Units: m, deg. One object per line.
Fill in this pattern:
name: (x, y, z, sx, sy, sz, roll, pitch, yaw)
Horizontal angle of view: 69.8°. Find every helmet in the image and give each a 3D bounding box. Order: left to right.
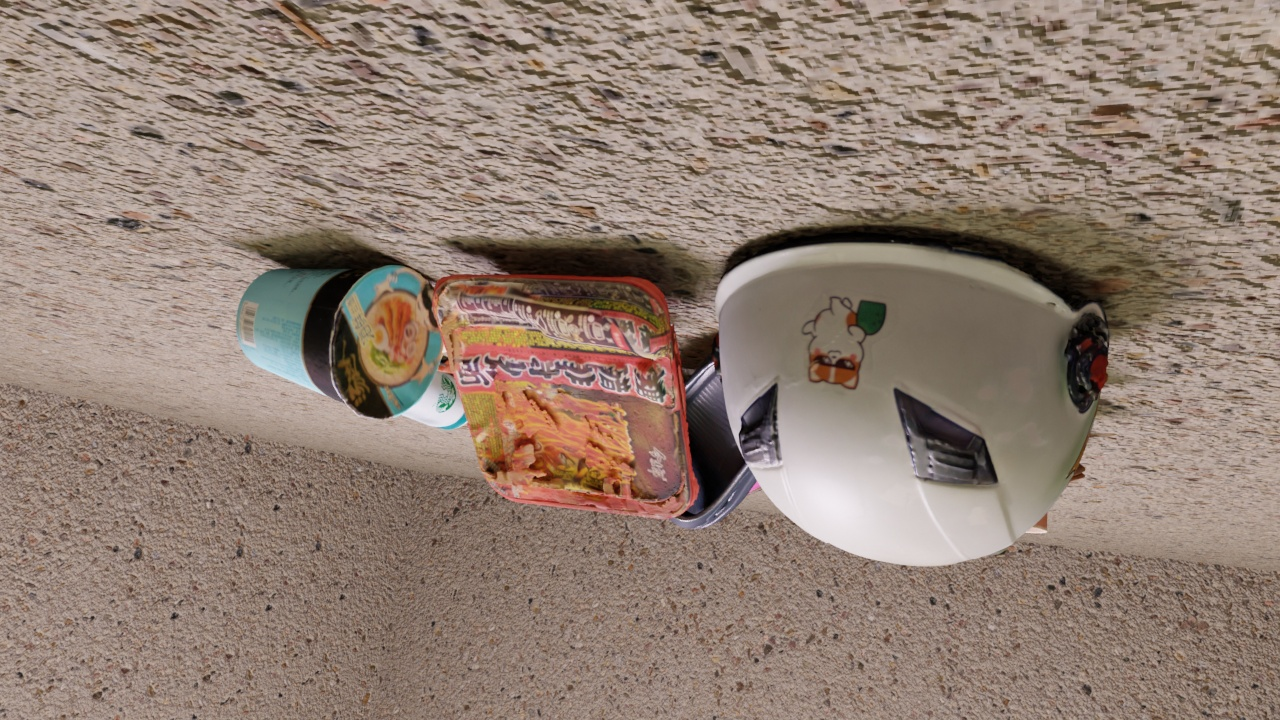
helmet: (0.155, 0.042, 0.555, 0.230, 0.156, 0.274, 1, 167, 30)

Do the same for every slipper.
slipper: (0.042, 0.076, 0.769, 0.083, 0.110, 0.269, -30, 163, -30)

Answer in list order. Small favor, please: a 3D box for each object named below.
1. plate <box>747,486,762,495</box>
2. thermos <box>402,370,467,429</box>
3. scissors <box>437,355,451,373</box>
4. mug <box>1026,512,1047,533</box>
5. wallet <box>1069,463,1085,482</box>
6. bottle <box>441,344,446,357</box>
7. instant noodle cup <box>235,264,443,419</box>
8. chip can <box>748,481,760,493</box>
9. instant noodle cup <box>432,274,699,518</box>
plate: (0.078, 0.117, 1.112, 0.192, 0.039, 0.192, -7, -164, 2)
thermos: (-0.242, 0.034, 1.018, 0.073, 0.073, 0.224, 6, 169, 11)
scissors: (-0.151, 0.013, 0.897, 0.205, 0.015, 0.202, 16, 177, -43)
mug: (0.321, 0.093, 0.804, 0.082, 0.105, 0.114, 7, 168, 4)
wallet: (0.256, 0.073, 0.698, 0.130, 0.035, 0.119, -14, -141, -18)
bottle: (-0.224, -0.017, 0.788, 0.149, 0.066, 0.067, -2, 167, 11)
instant noodle cup: (-0.224, -0.022, 0.671, 0.121, 0.111, 0.111, 11, 171, 29)
chip can: (0.117, 0.067, 0.811, 0.071, 0.071, 0.211, 11, 157, -14)
instant noodle cup: (-0.041, 0.016, 0.620, 0.165, 0.189, 0.078, 4, -147, 21)
